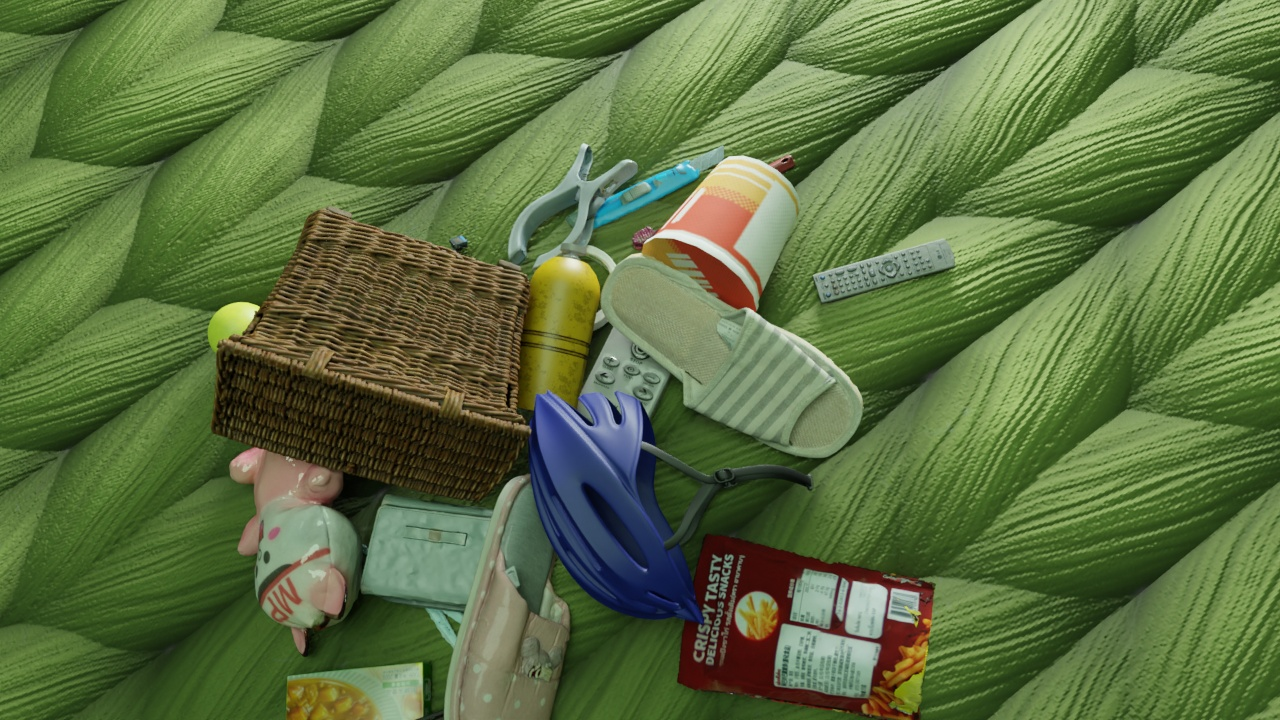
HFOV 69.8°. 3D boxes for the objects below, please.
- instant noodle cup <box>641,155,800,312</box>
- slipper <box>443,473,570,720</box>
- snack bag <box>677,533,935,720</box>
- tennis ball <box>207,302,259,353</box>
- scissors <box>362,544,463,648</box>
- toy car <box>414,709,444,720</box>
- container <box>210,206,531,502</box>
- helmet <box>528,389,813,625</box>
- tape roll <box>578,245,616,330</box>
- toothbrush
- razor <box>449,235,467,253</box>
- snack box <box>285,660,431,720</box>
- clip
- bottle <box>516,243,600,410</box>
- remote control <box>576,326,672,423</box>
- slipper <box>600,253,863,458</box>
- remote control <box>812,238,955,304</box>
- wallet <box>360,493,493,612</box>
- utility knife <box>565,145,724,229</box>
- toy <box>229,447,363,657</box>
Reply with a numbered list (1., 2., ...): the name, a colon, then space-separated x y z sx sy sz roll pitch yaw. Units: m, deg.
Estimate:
1. instant noodle cup: 0.085 -0.121 0.889 0.123 0.123 0.121 28 70 16
2. slipper: -0.104 0.232 0.801 0.055 0.114 0.274 -5 67 32
3. snack bag: 0.141 0.230 0.790 0.208 0.067 0.138 8 68 13
4. tennis ball: -0.413 -0.028 0.952 0.065 0.065 0.065 -2 71 7
5. scissors: -0.199 0.212 0.869 0.175 0.032 0.092 34 77 13
6. toy car: -0.165 0.348 0.791 0.040 0.037 0.092 -20 103 -1
7. container: -0.221 -0.008 0.819 0.249 0.163 0.182 18 54 -17
8. helmet: 0.022 0.105 0.798 0.228 0.148 0.241 -27 78 2
9. tape roll: -0.065 -0.073 0.944 0.094 0.018 0.093 -3 71 7
10. toothbrush: 0.075 -0.166 0.955 0.190 0.016 0.016 -28 69 -2
11. razor: -0.236 -0.078 0.970 0.144 0.043 0.022 -42 113 -2
12. snack box: -0.252 0.362 0.818 0.132 0.027 0.167 -7 71 6
13. clip: -0.090 -0.164 0.963 0.115 0.028 0.163 28 71 27
14. bottle: -0.082 -0.031 0.886 0.071 0.071 0.163 11 86 11
15. remote control: -0.005 0.005 0.907 0.074 0.019 0.151 22 76 15
16. slipper: 0.077 -0.004 0.850 0.273 0.053 0.115 33 117 11
17. remote control: 0.241 -0.088 0.907 0.136 0.013 0.033 -15 70 3
18. wallet: -0.187 0.178 0.852 0.132 0.054 0.100 4 66 7
19. utility knife: 0.008 -0.182 0.972 0.185 0.015 0.031 -26 73 -2
20. toy: -0.317 0.158 0.861 0.142 0.084 0.213 -38 61 30
